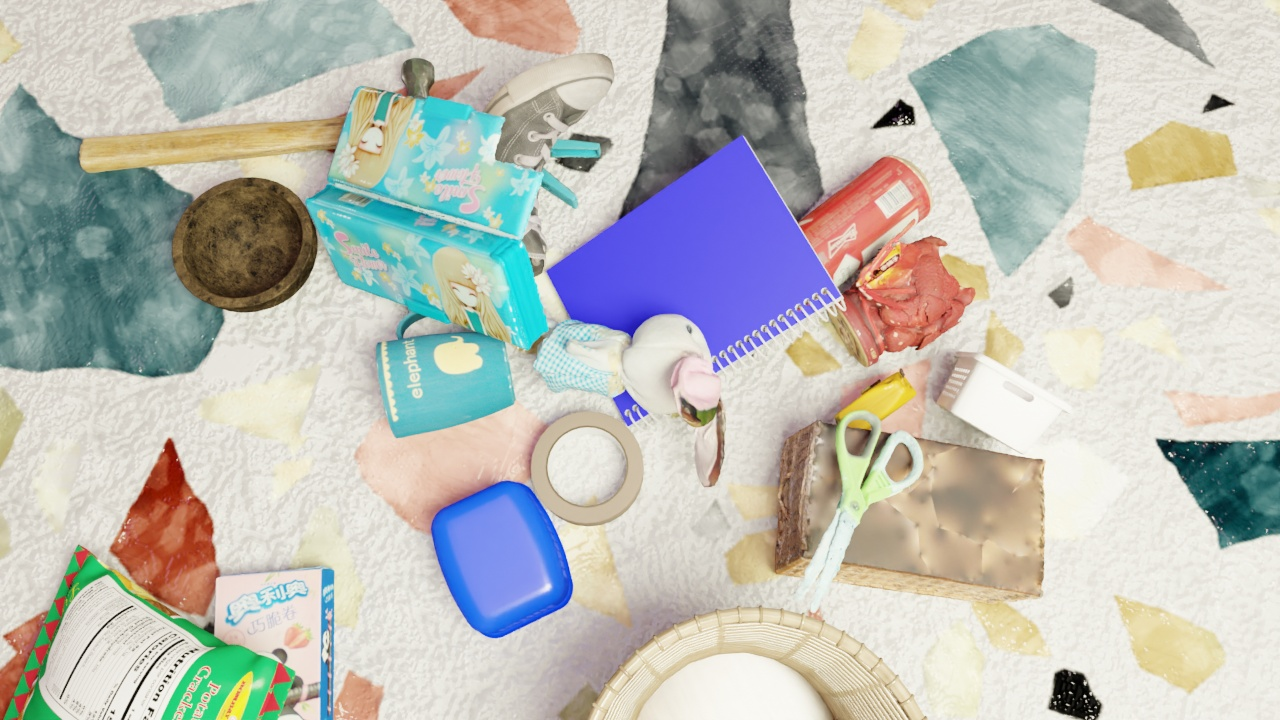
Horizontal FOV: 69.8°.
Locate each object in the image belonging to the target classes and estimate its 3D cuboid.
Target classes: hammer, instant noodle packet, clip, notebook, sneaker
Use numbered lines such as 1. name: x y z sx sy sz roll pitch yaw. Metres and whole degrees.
1. hammer: -0.356 -0.205 0.860 0.330 0.033 0.132 -5 76 0
2. instant noodle packet: -0.382 0.274 0.682 0.253 0.090 0.195 17 83 26
3. clip: -0.109 -0.177 0.852 0.127 0.028 0.113 30 75 8
4. notebook: 0.042 -0.061 0.780 0.209 0.022 0.171 -32 75 16
5. sneaker: -0.096 -0.153 0.780 0.235 0.095 0.120 -37 80 16

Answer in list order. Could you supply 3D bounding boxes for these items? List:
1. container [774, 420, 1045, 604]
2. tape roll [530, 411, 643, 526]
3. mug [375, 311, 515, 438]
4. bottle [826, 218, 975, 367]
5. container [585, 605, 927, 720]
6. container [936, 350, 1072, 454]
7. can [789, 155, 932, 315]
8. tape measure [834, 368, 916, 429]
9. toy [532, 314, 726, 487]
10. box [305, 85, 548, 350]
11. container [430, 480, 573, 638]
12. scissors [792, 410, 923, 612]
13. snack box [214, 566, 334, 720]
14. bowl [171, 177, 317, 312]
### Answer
1. container: 0.207 0.121 0.719 0.198 0.113 0.113 8 75 2
2. tape roll: -0.044 0.091 0.773 0.094 0.030 0.093 0 75 1
3. mug: -0.164 0.002 0.776 0.104 0.085 0.112 -10 64 -8
4. bottle: 0.219 -0.055 0.773 0.111 0.099 0.099 -29 76 2
5. container: 0.070 0.287 0.632 0.227 0.196 0.226 0 75 1
6. container: 0.285 0.034 0.741 0.081 0.129 0.049 32 97 9
7. can: 0.176 -0.109 0.805 0.170 0.067 0.067 -37 77 -9
8. tape measure: 0.200 0.034 0.769 0.068 0.058 0.030 -41 78 23
9. toy: -0.004 0.004 0.746 0.205 0.131 0.105 23 61 31
10. box: -0.173 -0.116 0.734 0.227 0.073 0.181 19 117 30
11. container: -0.113 0.159 0.741 0.096 0.058 0.114 -25 76 -6
12. scissors: 0.139 0.099 0.625 0.072 0.033 0.175 36 49 5
13. snack box: -0.293 0.246 0.733 0.088 0.033 0.154 -5 75 0
14. bowl: -0.342 -0.095 0.815 0.121 0.056 0.121 0 75 1
